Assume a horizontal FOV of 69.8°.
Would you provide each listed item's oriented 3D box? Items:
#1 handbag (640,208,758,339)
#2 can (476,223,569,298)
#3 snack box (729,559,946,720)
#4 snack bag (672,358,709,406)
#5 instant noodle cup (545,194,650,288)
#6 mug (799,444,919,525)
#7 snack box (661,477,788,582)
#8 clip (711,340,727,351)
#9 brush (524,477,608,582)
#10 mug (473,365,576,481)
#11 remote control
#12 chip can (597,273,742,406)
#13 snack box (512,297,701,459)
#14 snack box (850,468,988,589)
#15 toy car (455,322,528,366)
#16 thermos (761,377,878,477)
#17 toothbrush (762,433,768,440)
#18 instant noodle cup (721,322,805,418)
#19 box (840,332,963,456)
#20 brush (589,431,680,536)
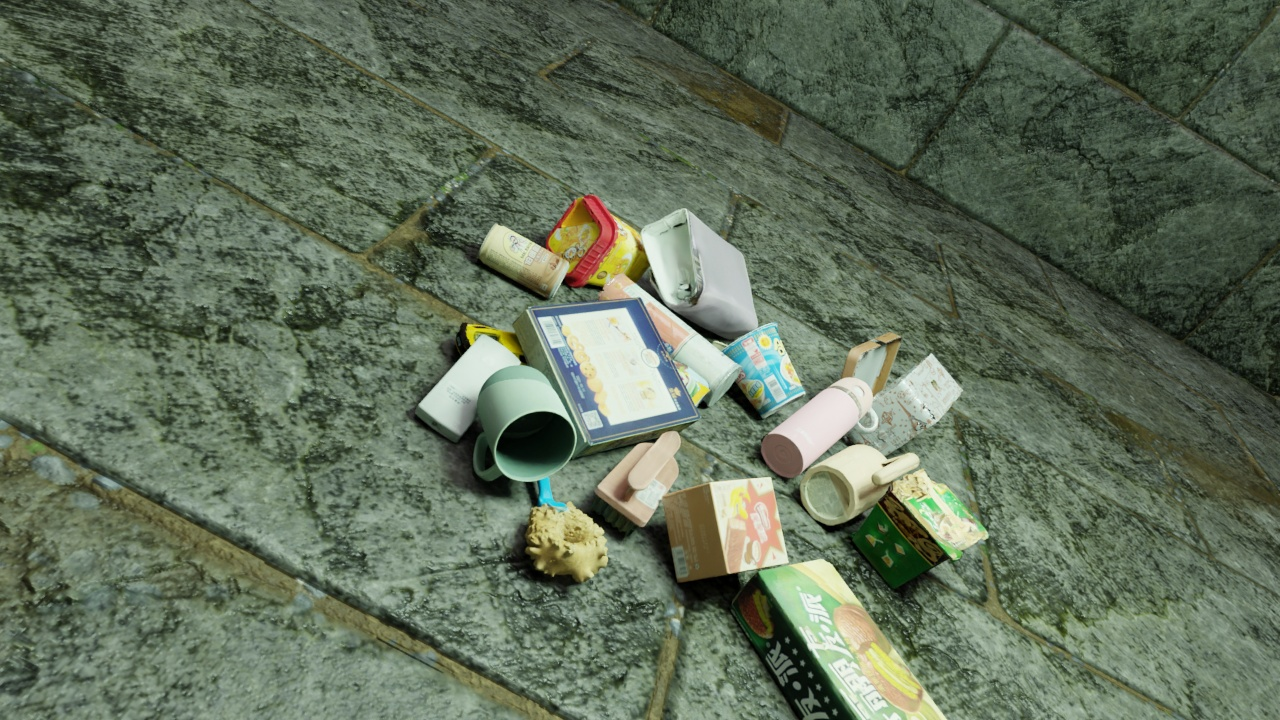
[{"bbox_3d":[0.090,-0.119,1.363,0.196,0.099,0.144,23,45,-57],"label":"handbag"},{"bbox_3d":[-0.159,-0.135,1.253,0.116,0.059,0.058,28,30,-6],"label":"can"},{"bbox_3d":[0.201,0.313,0.908,0.114,0.063,0.240,2,41,-40],"label":"snack box"},{"bbox_3d":[-0.007,0.007,1.190,0.191,0.039,0.110,38,57,9],"label":"snack bag"},{"bbox_3d":[-0.055,-0.163,1.351,0.123,0.116,0.116,19,30,-45],"label":"instant noodle cup"},{"bbox_3d":[0.278,0.154,1.165,0.103,0.125,0.084,-14,81,-49],"label":"mug"},{"bbox_3d":[0.088,0.176,0.959,0.094,0.077,0.092,2,71,-41],"label":"snack box"},{"bbox_3d":[0.154,0.007,1.359,0.103,0.035,0.076,13,34,-21],"label":"clip"},{"bbox_3d":[-0.096,0.126,0.938,0.083,0.046,0.254,5,34,-24],"label":"brush"},{"bbox_3d":[-0.128,0.069,0.931,0.082,0.112,0.106,41,7,-34],"label":"mug"},{"bbox_3d":[-0.183,0.028,0.989,0.056,0.019,0.134,36,45,-3],"label":"remote control"},{"bbox_3d":[0.035,-0.031,1.263,0.215,0.071,0.071,40,30,14],"label":"chip can"},{"bbox_3d":[-0.038,0.014,1.091,0.182,0.046,0.178,-9,65,-42],"label":"snack box"},{"bbox_3d":[0.339,0.217,1.138,0.118,0.106,0.117,-8,52,-47],"label":"snack box"},{"bbox_3d":[-0.147,-0.006,1.089,0.155,0.041,0.071,14,34,-30],"label":"toy car"},{"bbox_3d":[0.251,0.093,1.241,0.198,0.067,0.087,-29,76,-42],"label":"thermos"},{"bbox_3d":[0.232,0.088,1.318,0.027,0.026,0.212,8,16,35],"label":"toothbrush"},{"bbox_3d":[0.175,0.018,1.289,0.099,0.099,0.110,-15,72,-52],"label":"instant noodle cup"},{"bbox_3d":[0.365,0.044,1.388,0.158,0.149,0.181,54,34,8],"label":"box"},{"bbox_3d":[0.005,0.126,0.998,0.063,0.073,0.145,35,28,7],"label":"brush"}]
